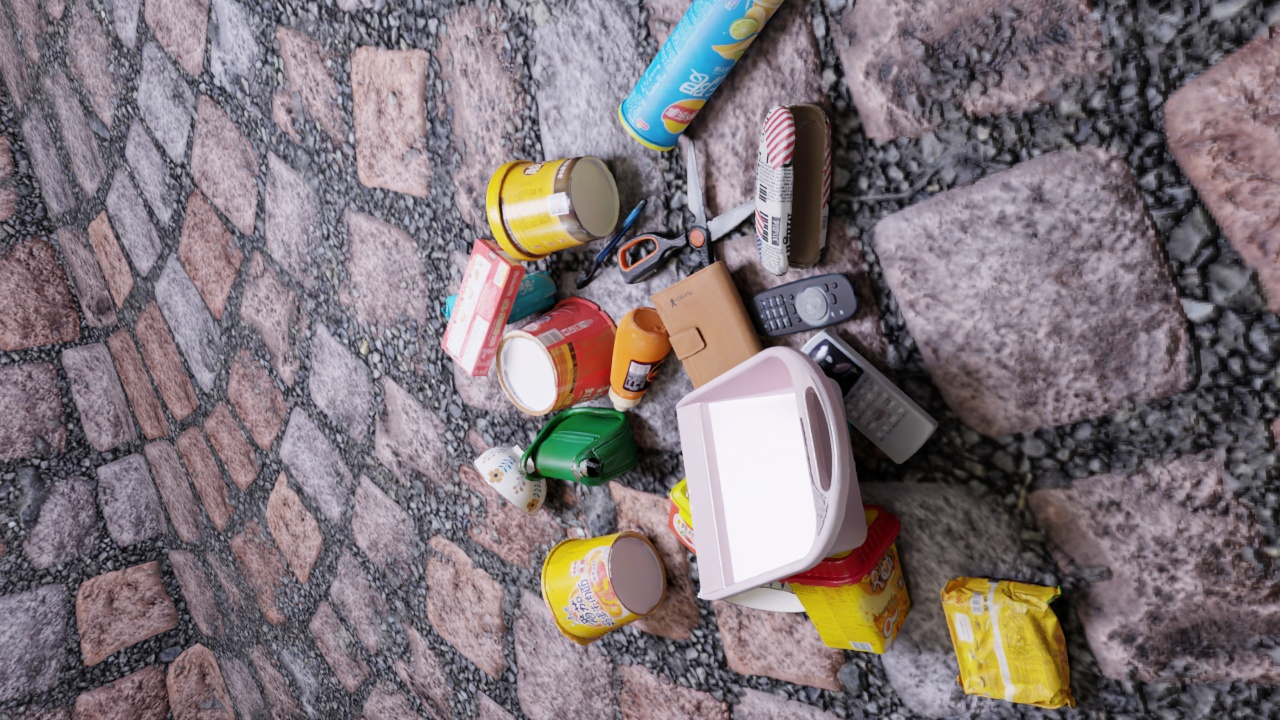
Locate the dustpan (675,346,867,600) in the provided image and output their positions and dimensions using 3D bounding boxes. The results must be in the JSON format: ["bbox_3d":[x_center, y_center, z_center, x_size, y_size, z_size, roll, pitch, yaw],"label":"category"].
[{"bbox_3d":[0.104,0.102,0.879,0.274,0.138,0.222,-23,67,36],"label":"dustpan"}]

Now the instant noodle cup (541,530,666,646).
[{"bbox_3d":[-0.041,0.287,1.188,0.110,0.137,0.138,-25,90,37],"label":"instant noodle cup"}]

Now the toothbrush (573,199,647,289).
[{"bbox_3d":[-0.037,-0.135,1.073,0.190,0.014,0.016,-45,61,51],"label":"toothbrush"}]

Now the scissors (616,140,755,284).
[{"bbox_3d":[0.059,-0.120,1.002,0.221,0.021,0.234,-2,107,42],"label":"scissors"}]

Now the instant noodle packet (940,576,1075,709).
[{"bbox_3d":[0.353,0.267,0.880,0.111,0.044,0.128,-4,108,36],"label":"instant noodle packet"}]

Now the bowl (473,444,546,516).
[{"bbox_3d":[-0.171,0.158,1.281,0.113,0.113,0.062,41,86,22],"label":"bowl"}]

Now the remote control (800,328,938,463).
[{"bbox_3d":[0.219,0.034,0.908,0.150,0.021,0.058,42,123,14],"label":"remote control"}]

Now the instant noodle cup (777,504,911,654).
[{"bbox_3d":[0.216,0.227,0.948,0.116,0.115,0.124,-9,112,44],"label":"instant noodle cup"}]

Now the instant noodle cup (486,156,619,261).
[{"bbox_3d":[-0.096,-0.179,1.056,0.115,0.118,0.118,-3,105,35],"label":"instant noodle cup"}]

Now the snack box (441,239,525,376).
[{"bbox_3d":[-0.193,-0.063,1.113,0.075,0.025,0.153,39,117,36],"label":"snack box"}]

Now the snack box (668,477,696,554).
[{"bbox_3d":[0.081,0.182,1.071,0.091,0.081,0.080,41,143,24],"label":"snack box"}]

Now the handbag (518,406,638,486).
[{"bbox_3d":[-0.076,0.112,1.150,0.132,0.119,0.068,1,114,40],"label":"handbag"}]

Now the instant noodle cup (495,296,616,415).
[{"bbox_3d":[-0.105,-0.001,1.137,0.138,0.108,0.138,17,118,37],"label":"instant noodle cup"}]

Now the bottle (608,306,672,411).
[{"bbox_3d":[-0.006,0.006,1.088,0.067,0.066,0.150,41,137,22],"label":"bottle"}]

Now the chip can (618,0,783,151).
[{"bbox_3d":[0.061,-0.302,0.891,0.071,0.071,0.211,54,133,11],"label":"chip can"}]

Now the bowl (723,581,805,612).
[{"bbox_3d":[0.140,0.236,1.028,0.117,0.116,0.066,-17,53,44],"label":"bowl"}]

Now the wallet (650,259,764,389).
[{"bbox_3d":[0.076,-0.030,0.990,0.108,0.031,0.132,-23,92,45],"label":"wallet"}]

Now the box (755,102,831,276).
[{"bbox_3d":[0.132,-0.161,0.878,0.075,0.082,0.164,23,124,41],"label":"box"}]

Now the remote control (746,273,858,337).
[{"bbox_3d":[0.165,-0.056,0.929,0.137,0.024,0.053,-13,98,47],"label":"remote control"}]

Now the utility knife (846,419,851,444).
[{"bbox_3d":[0.205,0.071,0.951,0.029,0.013,0.166,8,109,37],"label":"utility knife"}]

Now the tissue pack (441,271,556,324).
[{"bbox_3d":[-0.183,-0.078,1.187,0.134,0.093,0.050,-4,108,42],"label":"tissue pack"}]
